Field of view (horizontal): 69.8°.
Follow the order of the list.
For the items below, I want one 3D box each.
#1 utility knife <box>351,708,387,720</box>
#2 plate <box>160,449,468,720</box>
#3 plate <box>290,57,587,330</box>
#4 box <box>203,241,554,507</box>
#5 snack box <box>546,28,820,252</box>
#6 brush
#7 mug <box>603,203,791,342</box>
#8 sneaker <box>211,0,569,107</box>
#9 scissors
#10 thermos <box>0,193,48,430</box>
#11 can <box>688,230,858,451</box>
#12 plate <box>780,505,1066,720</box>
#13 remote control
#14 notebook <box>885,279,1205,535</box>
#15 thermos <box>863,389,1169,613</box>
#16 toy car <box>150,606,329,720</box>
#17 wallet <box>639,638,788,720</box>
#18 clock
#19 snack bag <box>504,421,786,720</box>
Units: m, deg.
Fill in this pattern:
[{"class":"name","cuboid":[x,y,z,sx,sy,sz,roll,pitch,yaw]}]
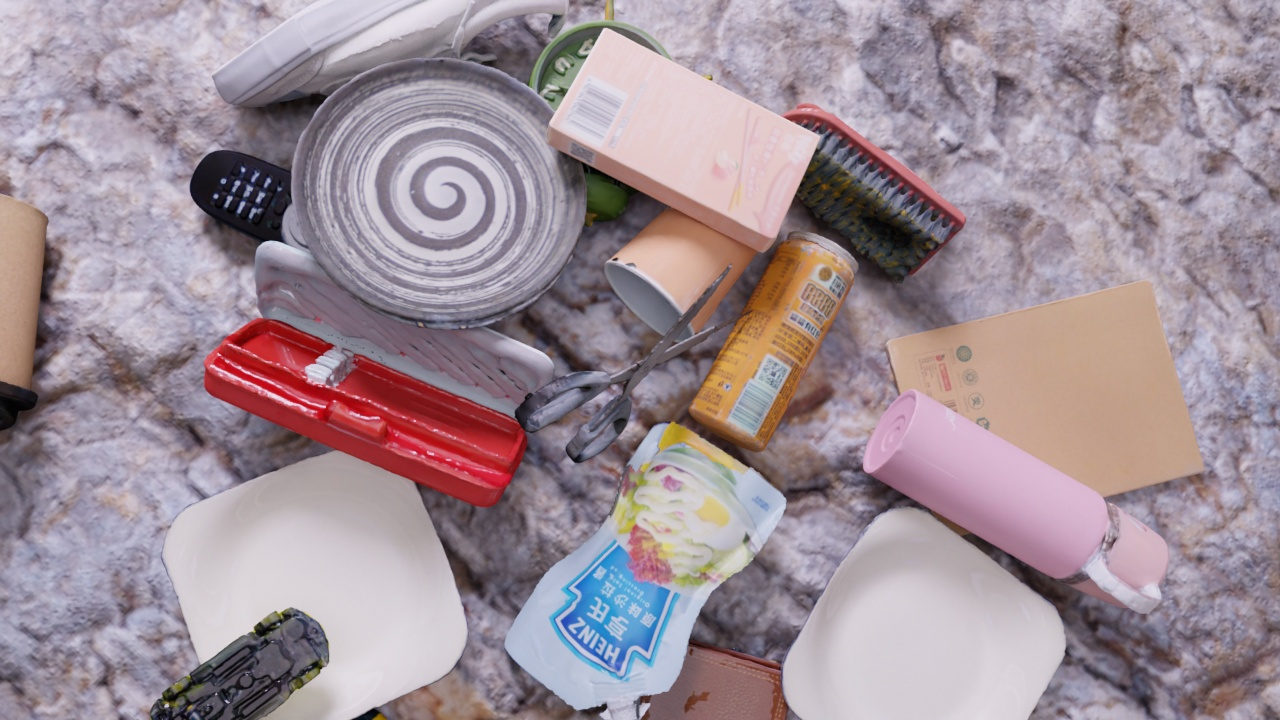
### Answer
[{"class":"utility knife","cuboid":[-0.122,0.312,0.589,0.033,0.015,0.223,-38,88,-6]},{"class":"plate","cuboid":[-0.204,0.147,0.591,0.163,0.034,0.164,-21,86,-7]},{"class":"plate","cuboid":[-0.122,-0.103,0.573,0.179,0.024,0.179,3,75,-11]},{"class":"box","cuboid":[-0.158,0.000,0.577,0.201,0.095,0.101,23,117,-3]},{"class":"snack box","cuboid":[0.028,-0.140,0.584,0.157,0.026,0.084,27,71,-2]},{"class":"brush","cuboid":[0.154,-0.125,0.646,0.146,0.063,0.069,39,51,2]},{"class":"mug","cuboid":[0.043,-0.082,0.623,0.078,0.078,0.122,41,76,0]},{"class":"sneaker","cuboid":[-0.162,-0.213,0.618,0.242,0.089,0.091,-24,118,4]},{"class":"scissors","cuboid":[-0.004,0.006,0.576,0.159,0.182,0.014,-8,51,-46]},{"class":"thermos","cuboid":[-0.418,-0.030,0.570,0.093,0.093,0.143,4,75,-5]},{"class":"can","cuboid":[0.091,-0.013,0.624,0.058,0.058,0.146,30,82,-1]},{"class":"plate","cuboid":[0.186,0.198,0.618,0.164,0.034,0.163,37,80,-2]},{"class":"remote control","cuboid":[-0.235,-0.098,0.621,0.136,0.024,0.053,25,80,-3]},{"class":"notebook","cuboid":[0.293,0.034,0.662,0.207,0.008,0.147,-13,85,-6]},{"class":"thermos","cuboid":[0.249,0.099,0.605,0.198,0.087,0.067,31,113,-1]},{"class":"toy car","cuboid":[-0.237,0.193,0.551,0.105,0.032,0.048,-36,87,-19]},{"class":"wallet","cuboid":[0.037,0.250,0.605,0.101,0.032,0.124,16,81,0]},{"class":"clock","cuboid":[-0.035,-0.162,0.631,0.116,0.056,0.161,39,82,1]},{"class":"snack bag","cuboid":[0.003,0.140,0.601,0.110,0.039,0.190,34,80,14]}]
